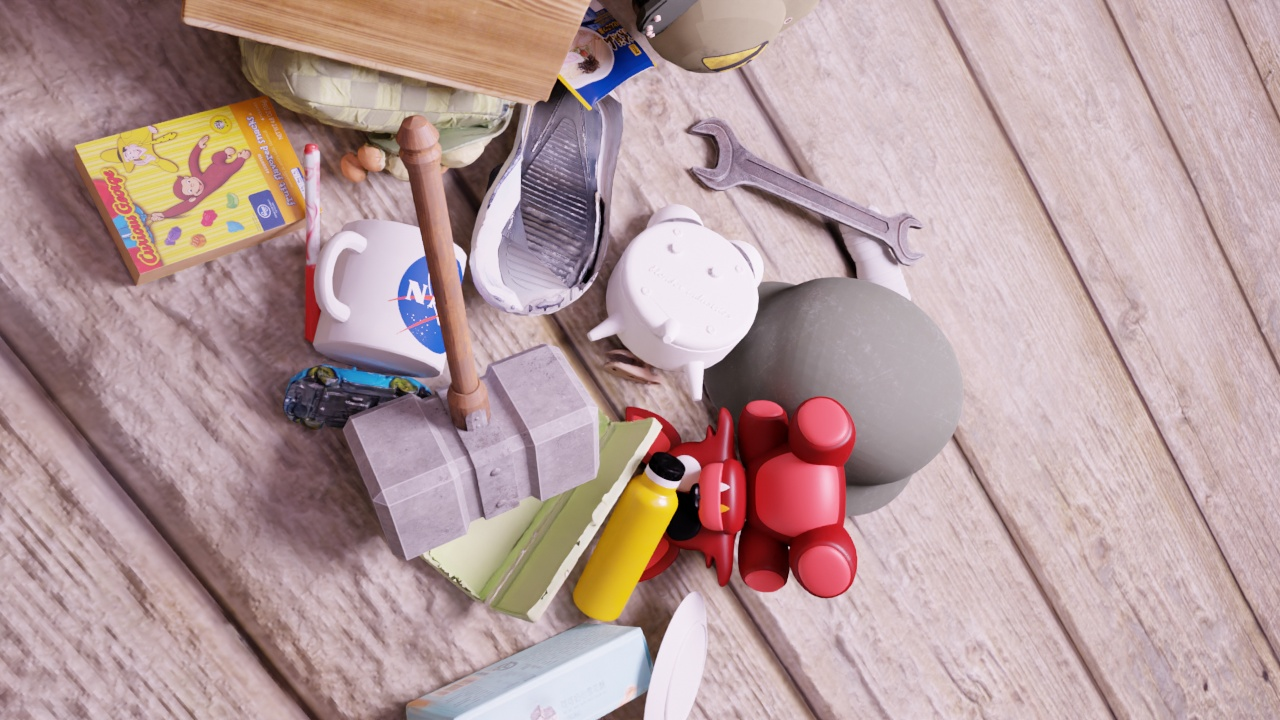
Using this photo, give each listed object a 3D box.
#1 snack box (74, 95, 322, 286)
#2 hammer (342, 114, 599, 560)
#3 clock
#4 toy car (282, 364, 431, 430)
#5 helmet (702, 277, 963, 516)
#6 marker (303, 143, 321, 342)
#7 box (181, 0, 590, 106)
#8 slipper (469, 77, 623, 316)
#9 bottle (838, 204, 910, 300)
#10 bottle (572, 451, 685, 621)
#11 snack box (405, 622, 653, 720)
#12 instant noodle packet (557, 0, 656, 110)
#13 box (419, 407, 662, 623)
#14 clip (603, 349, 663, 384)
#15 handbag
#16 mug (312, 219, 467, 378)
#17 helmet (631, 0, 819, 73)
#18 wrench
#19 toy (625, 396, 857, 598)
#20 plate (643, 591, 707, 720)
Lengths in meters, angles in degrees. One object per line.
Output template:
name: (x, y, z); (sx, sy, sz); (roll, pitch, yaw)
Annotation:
snack box: (-0.301, -0.118, 0.631); (0.125, 0.040, 0.088); (-28, 98, -31)
hammer: (-0.115, -0.014, 0.572); (0.162, 0.318, 0.083); (-22, 53, -19)
clock: (0.039, -0.061, 0.790); (0.125, 0.073, 0.160); (30, 57, -5)
toy car: (-0.205, 0.027, 0.668); (0.105, 0.048, 0.032); (8, 34, -32)
helmet: (0.192, 0.016, 0.847); (0.268, 0.154, 0.226); (27, 69, -9)
marker: (-0.231, -0.081, 0.647); (0.012, 0.013, 0.142); (-7, 115, -32)
box: (-0.160, -0.388, 0.533); (0.286, 0.337, 0.278); (3, 49, -29)
slipper: (-0.078, -0.139, 0.760); (0.111, 0.063, 0.263); (24, 59, -25)
bottle: (0.249, -0.092, 0.960); (0.044, 0.044, 0.136); (-24, 96, -32)
bottle: (-0.007, 0.138, 0.727); (0.043, 0.043, 0.144); (14, 113, -29)
snack box: (-0.078, 0.249, 0.681); (0.174, 0.075, 0.053); (-14, 89, -41)
instant noodle packet: (-0.044, -0.270, 0.796); (0.087, 0.026, 0.133); (46, 42, -5)
box: (-0.079, 0.098, 0.715); (0.082, 0.098, 0.187); (44, 61, -19)
clip: (-0.005, 0.008, 0.806); (0.061, 0.026, 0.049); (-25, 100, -39)
handbag: (-0.188, -0.185, 0.664); (0.186, 0.113, 0.117); (-9, 115, -43)
mug: (-0.186, -0.047, 0.651); (0.121, 0.091, 0.090); (35, 61, -61)
helmet: (0.055, -0.356, 0.742); (0.232, 0.256, 0.250); (-19, 94, -29)
wrench: (0.168, -0.163, 0.907); (0.273, 0.010, 0.070); (20, 77, -14)
toy: (0.079, 0.112, 0.759); (0.120, 0.197, 0.158); (19, 71, -73)
plate: (0.034, 0.257, 0.749); (0.134, 0.011, 0.134); (12, 90, -69)
